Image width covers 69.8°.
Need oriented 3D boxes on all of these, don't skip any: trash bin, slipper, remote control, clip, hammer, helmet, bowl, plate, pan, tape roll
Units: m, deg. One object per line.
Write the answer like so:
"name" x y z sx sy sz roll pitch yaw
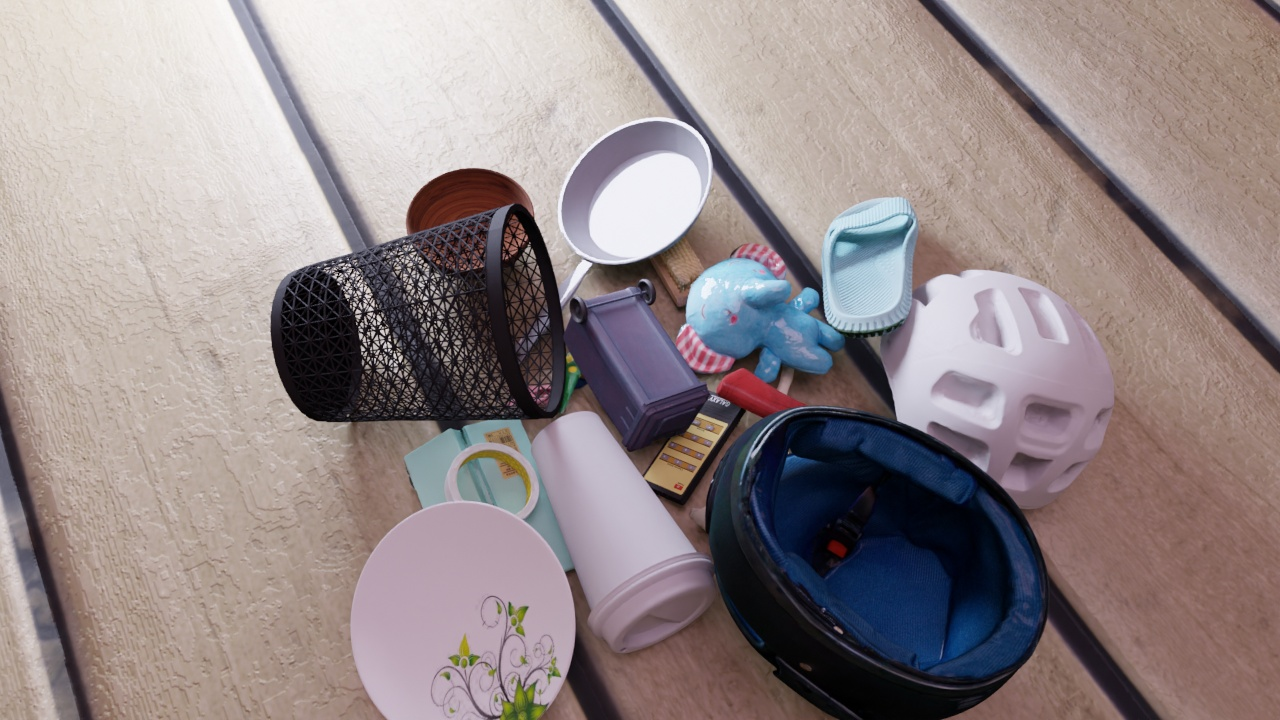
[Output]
"trash bin" -0.223 -0.032 0.942 0.243 0.217 0.216 -8 62 9
"slipper" 0.257 -0.125 1.039 0.116 0.069 0.275 -8 36 21
"remote control" 0.057 0.091 0.987 0.058 0.013 0.133 18 61 35
"clip" -0.121 0.044 1.015 0.060 0.023 0.044 17 68 8
"hammer" 0.227 0.089 0.966 0.315 0.036 0.126 23 65 -1
"helmet" 0.379 0.009 0.975 0.224 0.184 0.281 20 31 -5
"bowl" -0.197 -0.149 1.084 0.147 0.069 0.147 1 62 -2
"plate" -0.167 0.250 0.878 0.230 0.030 0.229 -2 81 14
"pan" -0.046 -0.133 1.080 0.201 0.051 0.356 27 81 34
"trash bin" -0.006 0.006 0.970 0.093 0.092 0.160 -17 62 -32
"tape roll" -0.150 0.128 0.927 0.094 0.019 0.093 14 52 -18
"helmet" 0.182 0.181 0.822 0.316 0.236 0.248 29 69 -7

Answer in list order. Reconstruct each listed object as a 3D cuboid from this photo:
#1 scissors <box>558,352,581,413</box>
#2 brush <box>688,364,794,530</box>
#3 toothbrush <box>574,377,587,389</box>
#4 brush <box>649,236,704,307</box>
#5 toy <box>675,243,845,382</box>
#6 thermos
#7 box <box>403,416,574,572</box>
"scissors" -0.068 0.014 1.019 0.071 0.014 0.130 5 46 8
"brush" 0.132 0.082 0.989 0.077 0.062 0.271 31 61 -4
"toothbrush" 0.002 0.005 1.041 0.190 0.016 0.017 -12 57 -8
"brush" 0.043 -0.121 1.094 0.049 0.039 0.117 -21 59 -11
"toy" 0.135 -0.049 1.008 0.181 0.115 0.183 26 62 18
"thermos" -0.027 0.160 0.906 0.131 0.132 0.221 -24 58 -14
"box" -0.154 0.152 0.946 0.138 0.057 0.187 -26 67 -7
